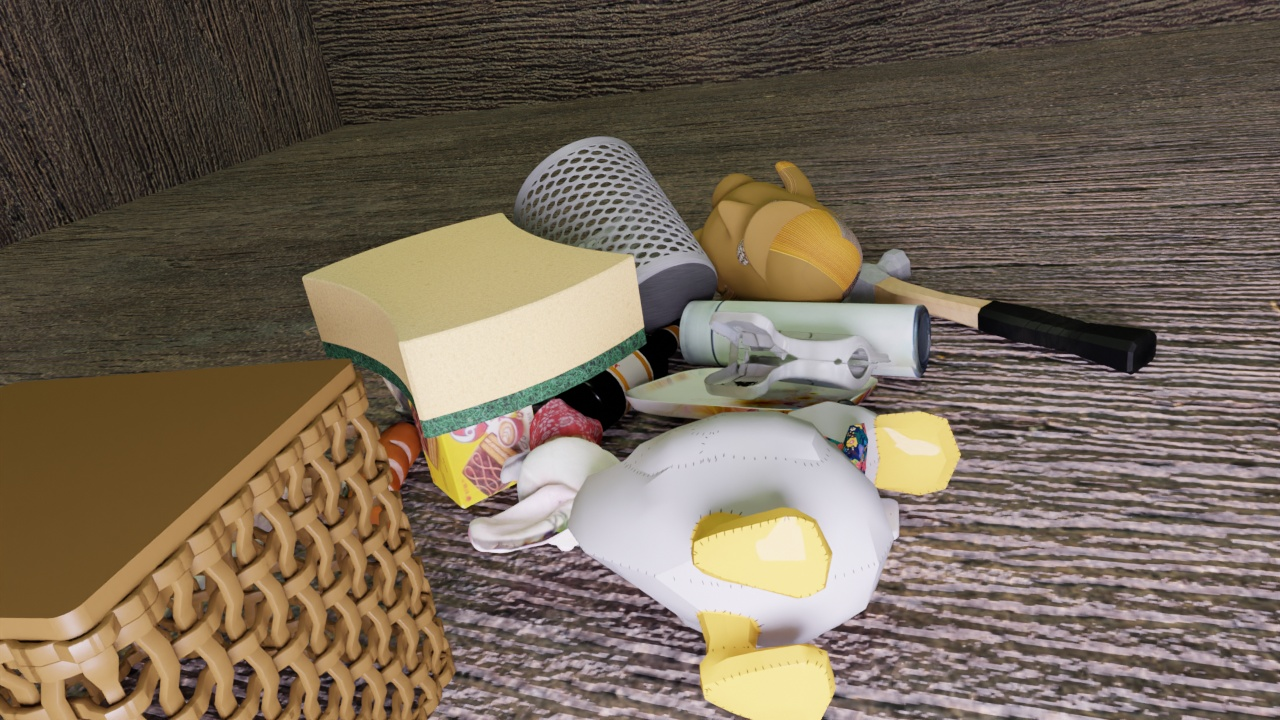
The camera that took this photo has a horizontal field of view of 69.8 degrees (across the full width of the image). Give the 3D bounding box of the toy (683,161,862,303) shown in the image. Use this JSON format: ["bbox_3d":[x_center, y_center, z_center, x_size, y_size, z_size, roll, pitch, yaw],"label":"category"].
[{"bbox_3d":[0.139,-0.114,0.947,0.162,0.198,0.203,28,3,-29],"label":"toy"}]

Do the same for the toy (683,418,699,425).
[{"bbox_3d":[0.079,0.073,0.713,0.102,0.041,0.054,-2,62,40],"label":"toy"}]

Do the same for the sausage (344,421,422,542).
[{"bbox_3d":[-0.219,0.101,0.779,0.044,0.039,0.164,-4,24,0],"label":"sausage"}]

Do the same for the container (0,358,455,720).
[{"bbox_3d":[-0.274,0.147,0.481,0.252,0.214,0.219,-4,25,15],"label":"container"}]

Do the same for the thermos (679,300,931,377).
[{"bbox_3d":[0.151,-0.023,0.868,0.230,0.068,0.067,4,28,29],"label":"thermos"}]

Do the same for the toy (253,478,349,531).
[{"bbox_3d":[-0.286,0.111,0.749,0.106,0.074,0.085,16,50,-30],"label":"toy"}]

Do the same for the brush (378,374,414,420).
[{"bbox_3d":[-0.177,-0.017,1.003,0.083,0.057,0.270,-1,25,28],"label":"brush"}]

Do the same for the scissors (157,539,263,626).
[{"bbox_3d":[-0.338,0.151,0.751,0.146,0.015,0.187,-14,22,-6],"label":"scissors"}]

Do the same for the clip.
[{"bbox_3d":[0.118,-0.002,0.755,0.143,0.074,0.125,-2,3,-45],"label":"clip"}]

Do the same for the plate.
[{"bbox_3d":[0.096,0.030,0.778,0.187,0.016,0.186,3,9,27],"label":"plate"}]

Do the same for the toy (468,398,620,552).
[{"bbox_3d":[-0.053,0.092,0.685,0.159,0.084,0.194,4,17,-16],"label":"toy"}]

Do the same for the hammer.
[{"bbox_3d":[0.322,-0.046,0.887,0.130,0.039,0.328,-26,28,-28],"label":"hammer"}]

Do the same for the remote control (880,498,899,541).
[{"bbox_3d":[0.108,0.113,0.653,0.147,0.008,0.045,-3,25,17],"label":"remote control"}]

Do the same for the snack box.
[{"bbox_3d":[-0.138,0.054,0.768,0.083,0.106,0.061,-24,28,-27],"label":"snack box"}]

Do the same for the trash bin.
[{"bbox_3d":[-0.024,-0.115,0.966,0.156,0.157,0.183,-21,59,-22],"label":"trash bin"}]

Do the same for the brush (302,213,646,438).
[{"bbox_3d":[-0.140,-0.042,0.753,0.194,0.075,0.250,-24,29,-29],"label":"brush"}]

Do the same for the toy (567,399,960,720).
[{"bbox_3d":[0.077,0.091,0.562,0.247,0.141,0.267,-1,17,12],"label":"toy"}]

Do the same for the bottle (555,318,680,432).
[{"bbox_3d":[-0.005,0.005,0.879,0.059,0.059,0.181,7,29,34],"label":"bottle"}]
